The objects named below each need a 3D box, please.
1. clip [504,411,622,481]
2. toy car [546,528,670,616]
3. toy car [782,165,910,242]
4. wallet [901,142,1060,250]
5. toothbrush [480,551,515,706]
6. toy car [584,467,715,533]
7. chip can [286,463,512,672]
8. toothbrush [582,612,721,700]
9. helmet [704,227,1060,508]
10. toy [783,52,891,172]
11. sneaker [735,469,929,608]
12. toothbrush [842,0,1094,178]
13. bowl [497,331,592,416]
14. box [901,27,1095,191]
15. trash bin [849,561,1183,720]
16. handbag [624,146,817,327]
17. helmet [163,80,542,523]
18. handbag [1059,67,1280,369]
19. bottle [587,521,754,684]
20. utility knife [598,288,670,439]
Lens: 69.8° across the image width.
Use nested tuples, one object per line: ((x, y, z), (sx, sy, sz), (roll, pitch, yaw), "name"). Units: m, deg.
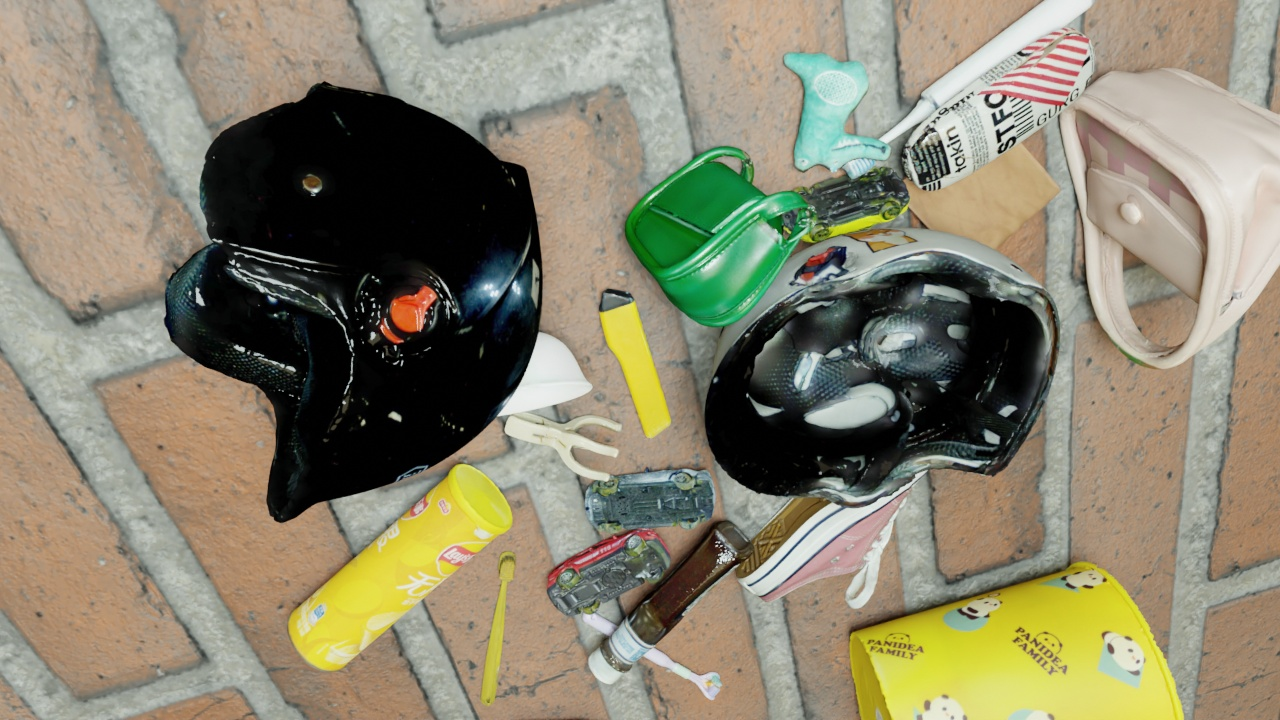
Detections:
((-0.060, 0.072, 0.783), (0.101, 0.095, 0.035), (8, 116, -28), "clip")
((-0.031, 0.196, 0.865), (0.120, 0.045, 0.053), (-25, 122, 7), "toy car")
((0.163, -0.122, 0.740), (0.105, 0.048, 0.032), (-17, 148, -4), "toy car")
((0.282, -0.143, 0.769), (0.115, 0.020, 0.101), (40, 104, -24), "wallet")
((-0.140, 0.266, 0.896), (0.015, 0.016, 0.190), (6, 116, -12), "toothbrush")
((0.009, 0.127, 0.844), (0.120, 0.036, 0.054), (-6, 119, 2), "toy car")
((-0.212, 0.183, 0.806), (0.213, 0.072, 0.072), (-40, 118, 11), "chip can")
((0.013, 0.302, 0.947), (0.189, 0.029, 0.021), (36, 143, -25), "toothbrush")
((0.179, -0.012, 0.738), (0.274, 0.156, 0.230), (-12, 125, 5), "helmet")
((0.150, -0.186, 0.707), (0.096, 0.030, 0.092), (11, 119, 5), "toy")
((0.197, 0.151, 0.857), (0.088, 0.118, 0.242), (38, 112, -12), "sneaker")
((0.251, -0.217, 0.717), (0.221, 0.026, 0.026), (-37, 79, 8), "toothbrush")
((-0.102, 0.003, 0.729), (0.118, 0.118, 0.064), (-11, 80, -6), "bowl")
((0.276, -0.189, 0.704), (0.164, 0.052, 0.069), (-35, 124, 8), "box")
((0.364, 0.344, 0.938), (0.255, 0.229, 0.230), (-11, 119, 0), "trash bin")
((0.057, -0.095, 0.682), (0.120, 0.131, 0.068), (-41, 122, 7), "handbag")
((-0.175, -0.038, 0.593), (0.229, 0.234, 0.274), (1, 77, -30), "helmet")
((0.415, -0.098, 0.734), (0.093, 0.193, 0.234), (-15, 130, -2), "handbag")
((0.025, 0.235, 0.881), (0.044, 0.079, 0.195), (46, 103, 16), "bottle")
((-0.005, 0.005, 0.787), (0.033, 0.015, 0.156), (-15, 121, 3), "utility knife")
